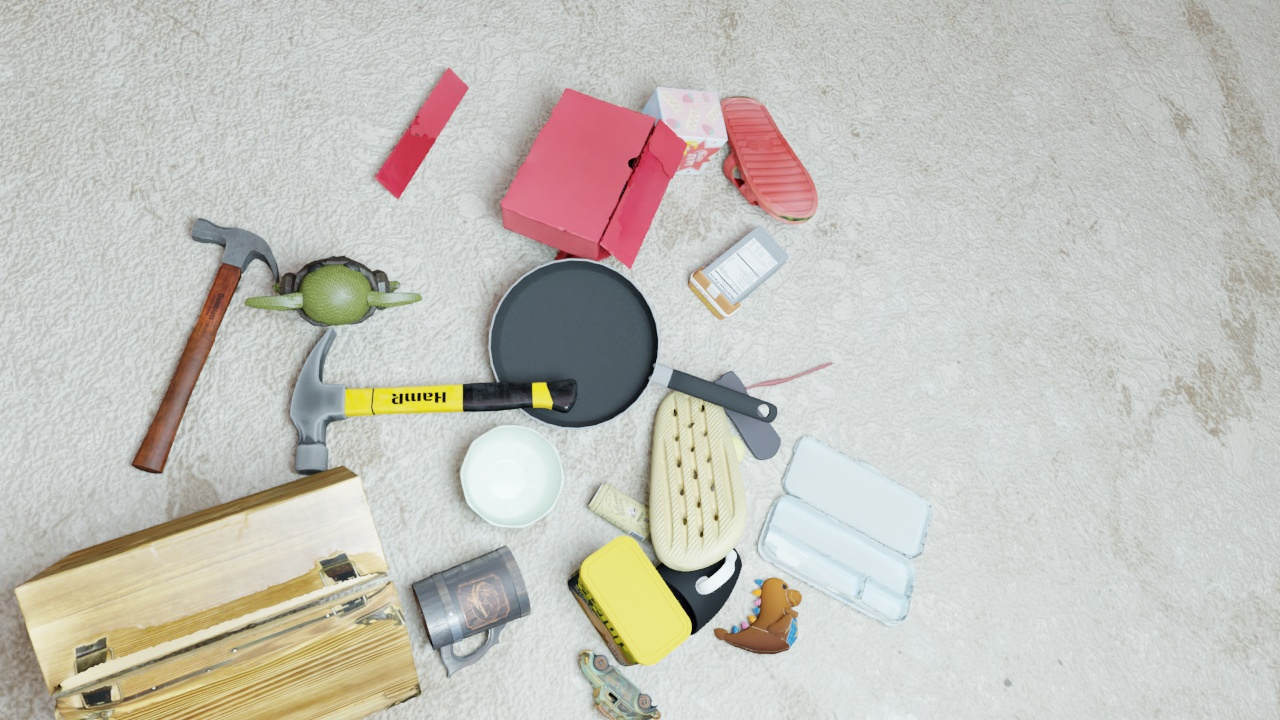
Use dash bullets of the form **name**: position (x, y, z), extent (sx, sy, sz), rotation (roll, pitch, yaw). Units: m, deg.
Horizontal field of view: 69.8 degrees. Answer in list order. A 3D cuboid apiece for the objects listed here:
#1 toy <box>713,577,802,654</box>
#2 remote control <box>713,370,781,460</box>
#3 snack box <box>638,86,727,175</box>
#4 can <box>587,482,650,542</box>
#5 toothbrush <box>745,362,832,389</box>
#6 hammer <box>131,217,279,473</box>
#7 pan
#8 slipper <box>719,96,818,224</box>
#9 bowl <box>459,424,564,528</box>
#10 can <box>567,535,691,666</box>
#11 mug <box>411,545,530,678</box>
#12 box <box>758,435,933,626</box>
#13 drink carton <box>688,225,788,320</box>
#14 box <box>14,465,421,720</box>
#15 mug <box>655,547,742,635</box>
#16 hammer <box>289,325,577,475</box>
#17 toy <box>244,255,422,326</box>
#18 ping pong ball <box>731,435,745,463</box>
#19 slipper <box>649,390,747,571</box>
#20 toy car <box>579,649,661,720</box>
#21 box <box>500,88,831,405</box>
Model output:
- **toy**: position (0.140, 0.301, 1.090), extent (0.103, 0.071, 0.090), rotation (1, 54, 8)
- **remote control**: position (0.135, 0.073, 1.178), extent (0.046, 0.009, 0.124), rotation (-38, 95, -23)
- **snack box**: position (0.053, -0.314, 1.266), extent (0.094, 0.093, 0.079), rotation (-2, 70, -24)
- **can**: position (-0.020, 0.179, 1.088), extent (0.079, 0.038, 0.038), rotation (32, 64, -2)
- **toothbrush**: position (0.182, 0.030, 1.218), extent (0.184, 0.015, 0.015), rotation (-17, 78, -22)
- **hammer**: position (-0.497, -0.017, 1.036), extent (0.111, 0.028, 0.300), rotation (16, 66, -9)
- **pan**: position (-0.007, 0.006, 1.106), extent (0.355, 0.044, 0.204), rotation (20, 88, 1)
- **slipper**: position (0.171, -0.278, 1.311), extent (0.103, 0.059, 0.248), rotation (-9, 57, -18)
- **bowl**: position (-0.150, 0.135, 1.052), extent (0.117, 0.061, 0.117), rotation (4, 77, -16)
- **can**: position (-0.017, 0.271, 1.018), extent (0.072, 0.101, 0.131), rotation (-32, 80, -24)
- **mug**: position (-0.179, 0.273, 0.993), extent (0.107, 0.080, 0.116), rotation (-18, 101, -20)
- **box**: position (0.263, 0.213, 1.164), extent (0.209, 0.038, 0.189), rotation (27, 57, -5)
- **drink carton**: position (0.133, -0.119, 1.242), extent (0.124, 0.049, 0.076), rotation (-40, 84, -25)
- **box**: position (-0.363, 0.263, 0.847), extent (0.278, 0.270, 0.264), rotation (-16, 90, -21)
- **mug**: position (0.074, 0.246, 1.046), extent (0.100, 0.119, 0.085), rotation (-35, 86, -35)
- **hammer**: position (-0.235, 0.040, 1.057), extent (0.324, 0.034, 0.169), rotation (-2, 70, -6)
- **toy**: position (-0.345, -0.080, 1.043), extent (0.179, 0.153, 0.078), rotation (-3, 97, -16)
- **ping pong ball**: position (0.111, 0.113, 1.150), extent (0.040, 0.040, 0.040), rotation (5, 68, -14)
- **slipper**: position (0.070, 0.144, 1.093), extent (0.111, 0.079, 0.260), rotation (-12, 46, 11)
- **toy car**: position (-0.031, 0.367, 1.006), extent (0.112, 0.047, 0.047), rotation (42, 59, 3)
- **box**: position (0.058, -0.155, 1.198), extent (0.467, 0.138, 0.214), rotation (28, 63, -12)
